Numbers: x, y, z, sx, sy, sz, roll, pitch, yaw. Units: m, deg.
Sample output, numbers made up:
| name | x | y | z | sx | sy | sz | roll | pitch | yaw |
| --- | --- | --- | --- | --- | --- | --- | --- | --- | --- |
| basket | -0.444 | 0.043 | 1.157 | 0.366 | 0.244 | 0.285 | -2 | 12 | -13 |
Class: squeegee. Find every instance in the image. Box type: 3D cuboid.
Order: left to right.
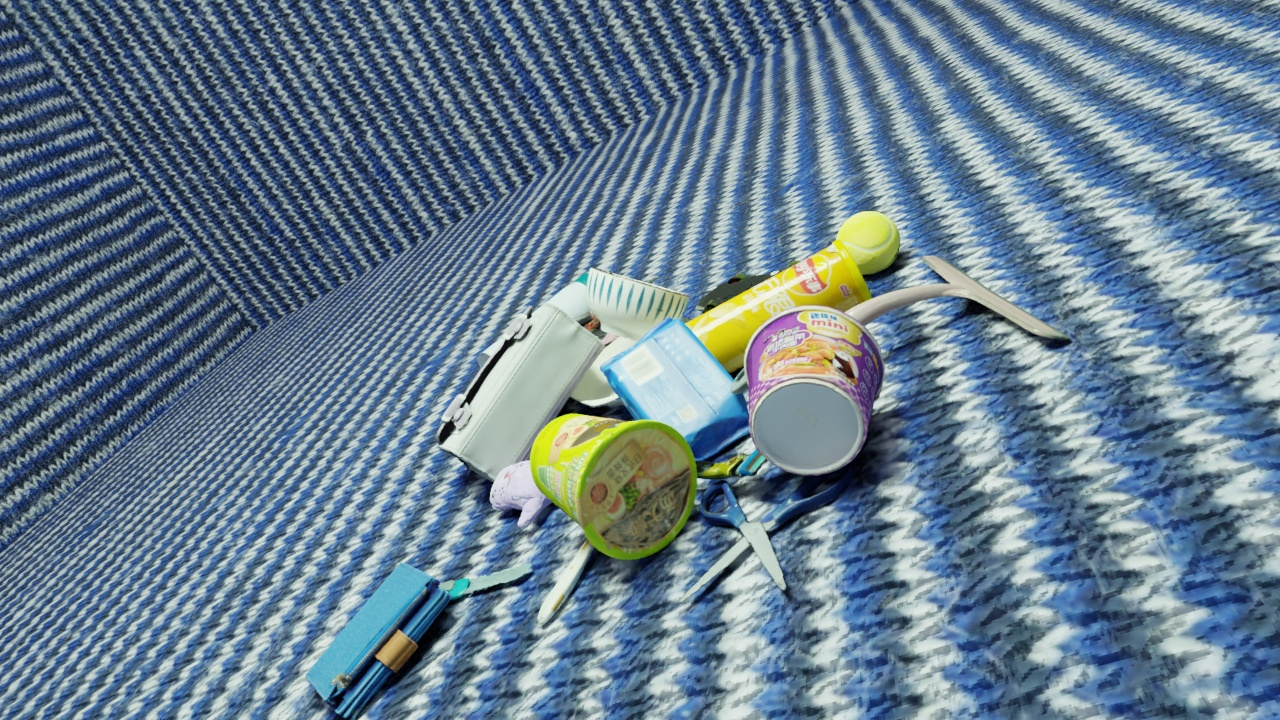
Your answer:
| name | x | y | z | sx | sy | sz | roll | pitch | yaw |
| --- | --- | --- | --- | --- | --- | --- | --- | --- | --- |
| squeegee | 0.191 | -0.029 | 0.799 | 0.249 | 0.040 | 0.247 | -22 | 21 | 3 |

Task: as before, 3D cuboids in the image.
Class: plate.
| name | x | y | z | sx | sy | sz | roll | pitch | yaw |
| --- | --- | --- | --- | --- | --- | --- | --- | --- | --- |
| plate | -0.006 | 0.006 | 1.058 | 0.164 | 0.034 | 0.164 | -37 | 21 | -14 |

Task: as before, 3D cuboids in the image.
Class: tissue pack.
| name | x | y | z | sx | sy | sz | roll | pitch | yaw |
| --- | --- | --- | --- | --- | --- | --- | --- | --- | --- |
| tissue pack | 0.035 | 0.032 | 0.858 | 0.095 | 0.052 | 0.157 | -33 | 54 | -8 |

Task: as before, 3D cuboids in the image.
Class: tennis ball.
| name | x | y | z | sx | sy | sz | roll | pitch | yaw |
| --- | --- | --- | --- | --- | --- | --- | --- | --- | --- |
| tennis ball | 0.239 | -0.123 | 0.964 | 0.065 | 0.065 | 0.065 | -27 | 21 | 11 |

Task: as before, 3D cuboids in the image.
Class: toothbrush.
| name | x | y | z | sx | sy | sz | roll | pitch | yaw |
| --- | --- | --- | --- | --- | --- | --- | --- | --- | --- |
| toothbrush | -0.035 | 0.153 | 0.790 | 0.016 | 0.018 | 0.190 | -15 | 28 | 42 |

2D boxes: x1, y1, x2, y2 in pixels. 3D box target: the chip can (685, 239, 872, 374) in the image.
| name | x | y | z | sx | sy | sz | roll | pitch | yaw |
| --- | --- | --- | --- | --- | --- | --- | --- | --- | --- |
| chip can | 0.124 | -0.041 | 0.931 | 0.213 | 0.072 | 0.072 | -29 | 20 | 10 |

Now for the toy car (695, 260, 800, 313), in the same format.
| name | x | y | z | sx | sy | sz | roll | pitch | yaw |
| --- | --- | --- | --- | --- | --- | --- | --- | --- | --- |
| toy car | 0.132 | -0.072 | 1.031 | 0.156 | 0.041 | 0.071 | -5 | 33 | 48 |

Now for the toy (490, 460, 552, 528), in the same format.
| name | x | y | z | sx | sy | sz | roll | pitch | yaw |
| --- | --- | --- | --- | --- | --- | --- | --- | --- | --- |
| toy | -0.115 | 0.129 | 0.922 | 0.108 | 0.039 | 0.083 | 1 | 47 | 54 |

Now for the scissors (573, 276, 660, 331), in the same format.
| name | x | y | z | sx | sy | sz | roll | pitch | yaw |
| --- | --- | --- | --- | --- | --- | --- | --- | --- | --- |
| scissors | -0.054 | -0.061 | 1.197 | 0.227 | 0.015 | 0.188 | -26 | -4 | 19 |

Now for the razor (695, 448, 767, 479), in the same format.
| name | x | y | z | sx | sy | sz | roll | pitch | yaw |
| --- | --- | --- | --- | --- | --- | --- | --- | --- | --- |
| razor | 0.052 | 0.090 | 0.765 | 0.143 | 0.022 | 0.042 | -9 | 23 | 45 |

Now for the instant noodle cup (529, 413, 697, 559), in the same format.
| name | x | y | z | sx | sy | sz | roll | pitch | yaw |
| --- | --- | --- | --- | --- | --- | --- | --- | --- | --- |
| instant noodle cup | -0.033 | 0.094 | 0.766 | 0.111 | 0.112 | 0.123 | -40 | 26 | -22 |

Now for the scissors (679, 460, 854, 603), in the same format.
| name | x | y | z | sx | sy | sz | roll | pitch | yaw |
| --- | --- | --- | --- | --- | --- | --- | --- | --- | --- |
| scissors | 0.091 | 0.120 | 0.684 | 0.162 | 0.012 | 0.173 | -30 | 19 | 1 |

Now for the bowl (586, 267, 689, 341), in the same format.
| name | x | y | z | sx | sy | sz | roll | pitch | yaw |
| --- | --- | --- | --- | --- | --- | --- | --- | --- | --- |
| bowl | -0.009 | -0.059 | 1.035 | 0.116 | 0.116 | 0.066 | -149 | 74 | -68 |

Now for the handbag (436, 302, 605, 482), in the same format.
| name | x | y | z | sx | sy | sz | roll | pitch | yaw |
| --- | --- | --- | --- | --- | --- | --- | --- | --- | --- |
| handbag | -0.145 | 0.036 | 1.046 | 0.196 | 0.098 | 0.145 | -56 | 15 | -14 |

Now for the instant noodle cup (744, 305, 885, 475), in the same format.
| name | x | y | z | sx | sy | sz | roll | pitch | yaw |
| --- | --- | --- | --- | --- | --- | --- | --- | --- | --- |
| instant noodle cup | 0.129 | 0.027 | 0.695 | 0.112 | 0.111 | 0.099 | -23 | 19 | 22 |

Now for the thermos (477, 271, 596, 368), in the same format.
| name | x | y | z | sx | sy | sz | roll | pitch | yaw |
| --- | --- | --- | --- | --- | --- | --- | --- | --- | --- |
| thermos | -0.128 | -0.047 | 1.314 | 0.223 | 0.073 | 0.073 | -41 | 22 | -26 |

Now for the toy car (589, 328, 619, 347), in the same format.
| name | x | y | z | sx | sy | sz | roll | pitch | yaw |
| --- | --- | --- | --- | --- | --- | --- | --- | --- | --- |
| toy car | -0.019 | -0.042 | 1.188 | 0.056 | 0.037 | 0.122 | -13 | 15 | 46 |

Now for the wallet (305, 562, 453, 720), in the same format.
| name | x | y | z | sx | sy | sz | roll | pitch | yaw |
| --- | --- | --- | --- | --- | --- | --- | --- | --- | --- |
| wallet | -0.233 | 0.245 | 0.817 | 0.132 | 0.040 | 0.106 | -51 | 25 | -22 |

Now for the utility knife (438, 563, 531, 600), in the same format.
| name | x | y | z | sx | sy | sz | roll | pitch | yaw |
| --- | --- | --- | --- | --- | --- | --- | --- | --- | --- |
| utility knife | -0.190 | 0.218 | 0.858 | 0.223 | 0.013 | 0.029 | -21 | 26 | 27 |
